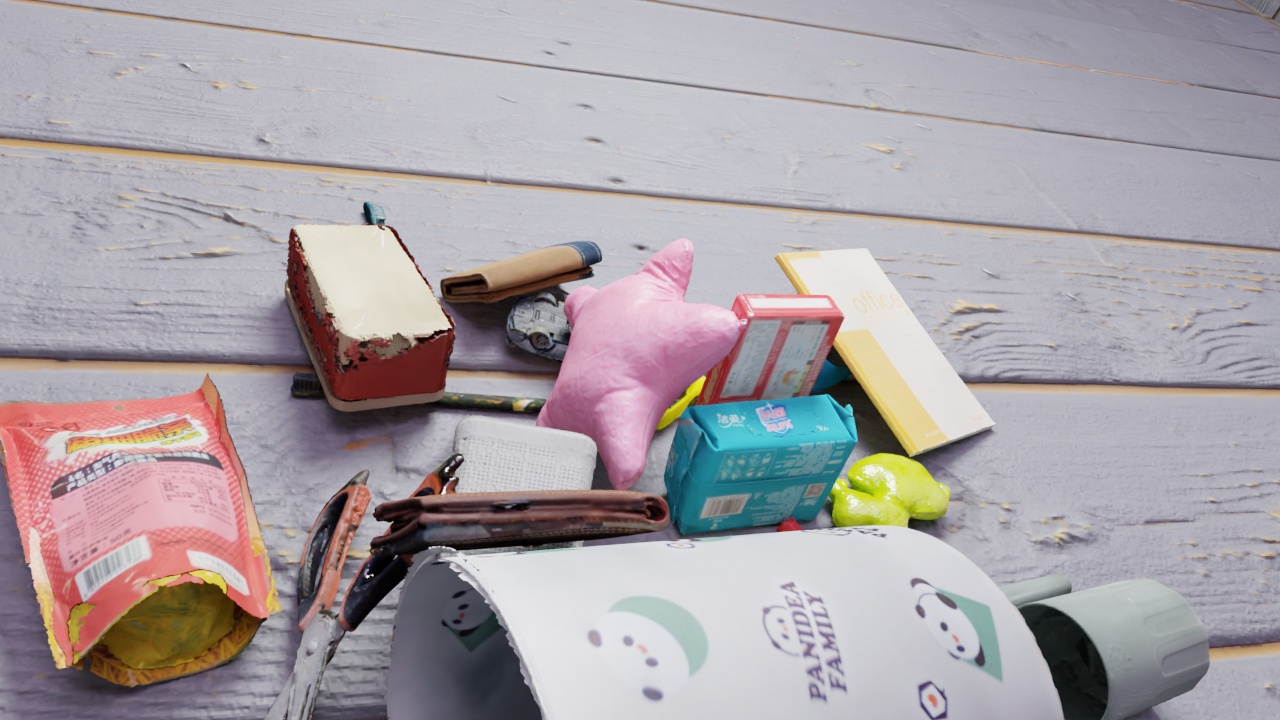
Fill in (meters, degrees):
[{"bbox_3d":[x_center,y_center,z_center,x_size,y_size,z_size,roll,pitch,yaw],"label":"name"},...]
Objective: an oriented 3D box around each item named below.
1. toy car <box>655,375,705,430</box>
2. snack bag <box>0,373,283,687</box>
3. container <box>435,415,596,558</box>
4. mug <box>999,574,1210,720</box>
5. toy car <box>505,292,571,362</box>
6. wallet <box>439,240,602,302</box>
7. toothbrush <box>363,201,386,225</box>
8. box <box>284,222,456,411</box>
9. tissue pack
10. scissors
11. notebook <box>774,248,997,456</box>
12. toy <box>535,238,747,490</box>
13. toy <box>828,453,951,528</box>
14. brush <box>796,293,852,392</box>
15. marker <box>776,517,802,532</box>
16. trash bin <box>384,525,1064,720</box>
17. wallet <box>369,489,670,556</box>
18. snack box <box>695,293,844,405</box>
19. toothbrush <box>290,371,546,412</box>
[{"bbox_3d":[0.011,0.027,0.727,0.048,0.032,0.105,39,46,23],"label":"toy car"},{"bbox_3d":[-0.292,0.084,0.535,0.128,0.073,0.208,-10,42,-35],"label":"snack bag"},{"bbox_3d":[-0.080,0.109,0.557,0.090,0.090,0.114,11,43,-7],"label":"container"},{"bbox_3d":[0.295,0.185,0.619,0.103,0.084,0.124,-5,20,-26],"label":"mug"},{"bbox_3d":[-0.050,-0.019,0.753,0.120,0.037,0.054,13,40,-9],"label":"toy car"},{"bbox_3d":[-0.100,-0.074,0.775,0.115,0.033,0.090,-19,13,-36],"label":"wallet"},{"bbox_3d":[-0.209,-0.080,0.785,0.018,0.016,0.191,0,41,-35],"label":"toothbrush"},{"bbox_3d":[-0.205,-0.045,0.679,0.091,0.078,0.168,-6,38,-32],"label":"box"},{"bbox_3d":[0.085,0.072,0.652,0.133,0.093,0.050,-2,42,-22],"label":"tissue pack"},{"bbox_3d":[-0.166,0.136,0.501,0.226,0.015,0.189,-50,32,-12],"label":"scissors"},{"bbox_3d":[0.215,-0.016,0.804,0.145,0.010,0.206,-9,61,-44],"label":"notebook"},{"bbox_3d":[-0.004,0.004,0.639,0.074,0.179,0.194,37,50,-37],"label":"toy"},{"bbox_3d":[0.188,0.102,0.703,0.097,0.031,0.099,22,40,9],"label":"toy"},{"bbox_3d":[0.165,-0.022,0.818,0.073,0.055,0.143,20,39,6],"label":"brush"},{"bbox_3d":[0.144,0.166,0.626,0.017,0.017,0.145,-15,50,-33],"label":"marker"},{"bbox_3d":[0.038,0.182,0.420,0.251,0.230,0.229,-3,44,-30],"label":"trash bin"},{"bbox_3d":[-0.063,0.079,0.453,0.124,0.101,0.032,1,79,-28],"label":"wallet"},{"bbox_3d":[0.085,0.018,0.667,0.075,0.153,0.025,-1,43,-20],"label":"snack box"},{"bbox_3d":[-0.161,0.024,0.679,0.185,0.017,0.012,5,31,-14],"label":"toothbrush"}]
